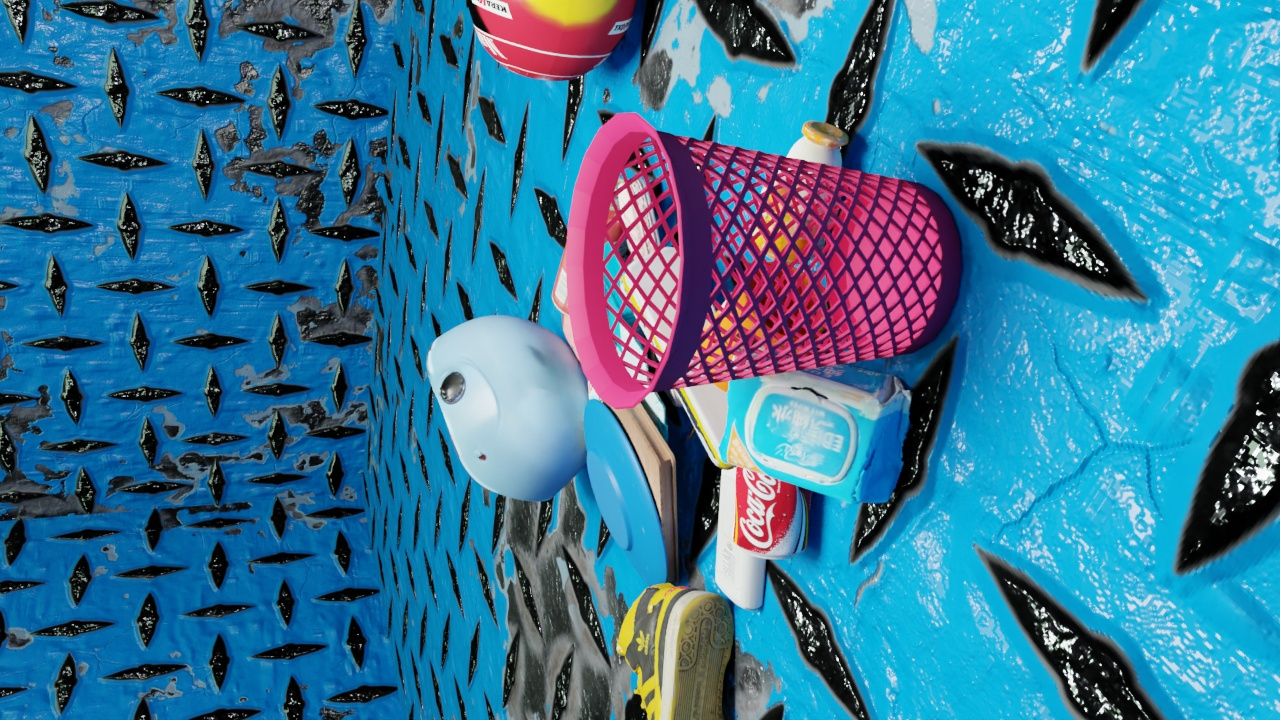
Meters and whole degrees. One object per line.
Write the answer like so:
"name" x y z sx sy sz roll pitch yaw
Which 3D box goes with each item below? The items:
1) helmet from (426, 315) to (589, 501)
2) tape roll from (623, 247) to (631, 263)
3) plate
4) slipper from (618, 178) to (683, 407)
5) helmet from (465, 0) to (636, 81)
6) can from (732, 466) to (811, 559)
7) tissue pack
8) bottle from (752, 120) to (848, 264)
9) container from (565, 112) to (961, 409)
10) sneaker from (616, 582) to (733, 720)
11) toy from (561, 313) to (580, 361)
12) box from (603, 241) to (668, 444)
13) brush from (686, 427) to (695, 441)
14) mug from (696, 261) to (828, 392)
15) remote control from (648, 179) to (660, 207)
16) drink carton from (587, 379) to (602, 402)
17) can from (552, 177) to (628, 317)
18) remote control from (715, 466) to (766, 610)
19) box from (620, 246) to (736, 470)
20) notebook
"helmet" -0.153 0.043 1.199 0.167 0.225 0.265 -40 69 17
"tape roll" -0.013 -0.103 1.059 0.094 0.030 0.094 33 129 52
"plate" -0.028 0.152 1.028 0.225 0.024 0.224 161 90 -74
"slipper" 0.033 -0.068 0.925 0.094 0.064 0.239 -131 27 -75
"helmet" -0.105 -0.445 1.067 0.270 0.197 0.225 -114 31 -56
"can" 0.112 0.109 0.775 0.064 0.064 0.105 -159 69 -64
"tissue pack" 0.128 0.046 0.687 0.144 0.061 0.093 15 109 24
"bottle" 0.128 -0.132 0.725 0.063 0.063 0.109 -119 36 -46
"container" 0.087 -0.064 0.623 0.183 0.225 0.183 178 90 -66
"sneaker" 0.032 0.343 0.939 0.122 0.086 0.238 5 92 60
"toy" -0.070 -0.044 1.186 0.090 0.051 0.110 107 149 -45
"box" -0.008 0.007 0.985 0.227 0.039 0.181 88 158 -61
"brush" 0.075 0.040 0.909 0.127 0.017 0.048 116 144 -46
"mug" 0.108 -0.010 0.767 0.112 0.077 0.096 66 149 21
"remote control" -0.014 -0.170 1.088 0.152 0.020 0.041 -28 42 63
"drink carton" -0.041 0.064 1.140 0.044 0.038 0.129 -10 83 56
"can" -0.050 -0.120 1.014 0.171 0.067 0.067 111 147 -44
"remote control" 0.095 0.163 0.862 0.060 0.025 0.138 -151 60 -62
"box" 0.053 -0.004 0.830 0.209 0.065 0.045 63 150 9
"notebook" -0.003 0.123 1.002 0.169 0.022 0.211 -124 22 -44
